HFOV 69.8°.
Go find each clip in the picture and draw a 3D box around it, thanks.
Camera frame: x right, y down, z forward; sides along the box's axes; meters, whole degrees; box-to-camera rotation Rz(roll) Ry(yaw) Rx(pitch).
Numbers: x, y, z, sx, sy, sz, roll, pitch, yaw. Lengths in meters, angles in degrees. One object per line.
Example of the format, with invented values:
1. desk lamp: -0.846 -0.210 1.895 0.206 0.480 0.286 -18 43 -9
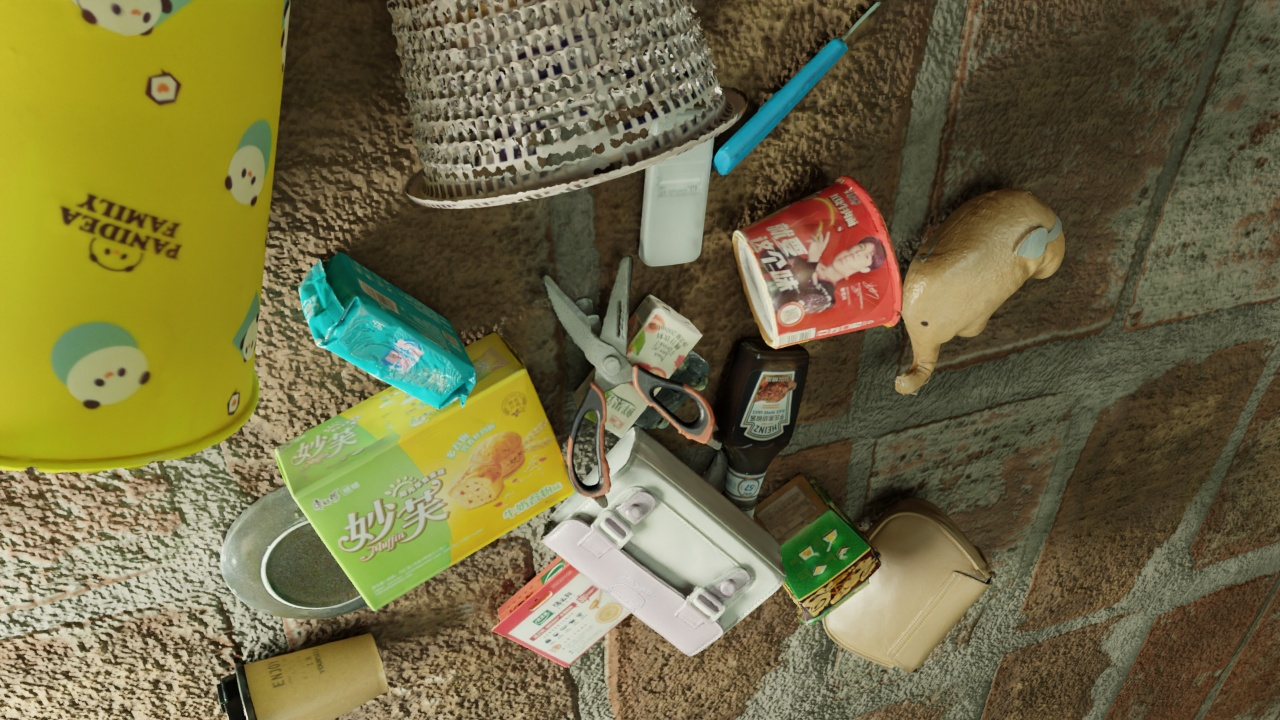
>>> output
1. clip: -0.045 -0.029 0.811 0.024 0.026 0.056 -23 141 -6

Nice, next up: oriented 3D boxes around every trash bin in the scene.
1. trash bin: -0.064 -0.221 0.557 0.227 0.227 0.192 -21 116 -11
2. trash bin: -0.312 -0.105 0.508 0.229 0.229 0.256 8 113 -29

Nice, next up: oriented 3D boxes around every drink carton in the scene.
1. drink carton: -0.005 0.005 0.831 0.053 0.045 0.123 31 105 -26

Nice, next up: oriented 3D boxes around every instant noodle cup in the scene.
1. instant noodle cup: 0.148 -0.078 0.793 0.108 0.137 0.138 -19 129 -2

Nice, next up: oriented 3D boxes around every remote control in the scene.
1. remote control: 0.029 -0.143 0.761 0.055 0.020 0.136 -9 125 -20

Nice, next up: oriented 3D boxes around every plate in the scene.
1. plate: -0.285 0.179 0.837 0.179 0.024 0.180 -12 127 -17

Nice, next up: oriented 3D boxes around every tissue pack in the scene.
1. tissue pack: -0.189 -0.020 0.699 0.050 0.093 0.133 -49 128 7

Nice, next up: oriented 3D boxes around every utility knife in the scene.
1. utility knife: 0.129 -0.224 0.745 0.187 0.018 0.034 -45 174 3

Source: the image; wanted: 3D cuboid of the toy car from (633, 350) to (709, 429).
1. toy car: 0.025 0.026 0.868 0.043 0.034 0.091 29 109 -39

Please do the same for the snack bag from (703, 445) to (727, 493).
1. snack bag: 0.082 0.129 0.971 0.045 0.026 0.105 17 111 -25

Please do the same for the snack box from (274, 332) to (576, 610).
1. snack box: -0.175 0.095 0.784 0.209 0.070 0.158 -30 131 -15

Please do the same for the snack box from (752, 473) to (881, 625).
1. snack box: 0.183 0.200 1.022 0.117 0.118 0.105 -37 117 2

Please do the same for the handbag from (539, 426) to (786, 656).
1. handbag: 0.021 0.182 0.891 0.197 0.098 0.145 40 110 -10

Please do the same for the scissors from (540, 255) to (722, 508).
1. scissors: -0.020 0.023 0.793 0.226 0.015 0.189 39 95 -15

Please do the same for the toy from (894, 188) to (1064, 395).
1. toy: 0.315 -0.069 0.907 0.143 0.082 0.226 35 106 -29

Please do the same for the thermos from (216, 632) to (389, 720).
1. thermos: -0.320 0.315 0.879 0.143 0.093 0.093 -16 128 -24

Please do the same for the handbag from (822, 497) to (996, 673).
1. handbag: 0.319 0.271 1.111 0.205 0.148 0.099 -59 163 21

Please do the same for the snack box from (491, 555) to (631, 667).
1. snack box: -0.082 0.257 0.972 0.113 0.044 0.127 -41 131 7

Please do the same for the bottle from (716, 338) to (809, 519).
1. bottle: 0.114 0.074 0.917 0.079 0.044 0.195 0 113 -25
